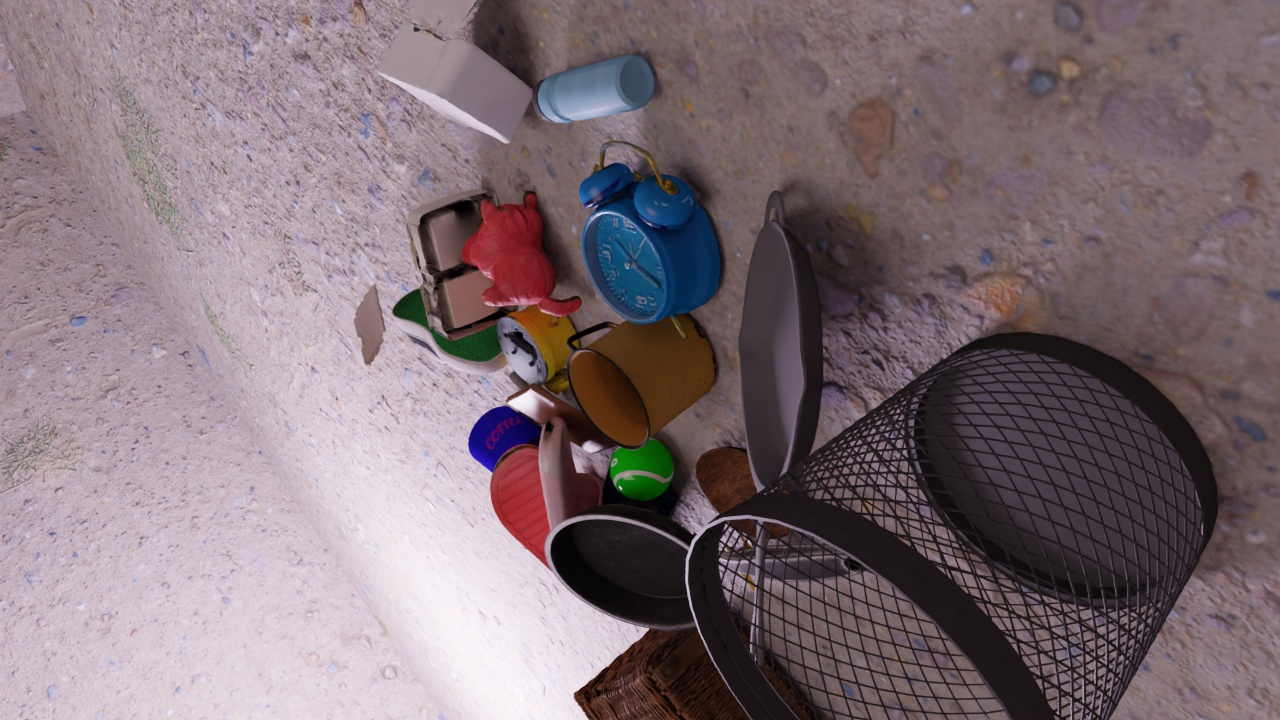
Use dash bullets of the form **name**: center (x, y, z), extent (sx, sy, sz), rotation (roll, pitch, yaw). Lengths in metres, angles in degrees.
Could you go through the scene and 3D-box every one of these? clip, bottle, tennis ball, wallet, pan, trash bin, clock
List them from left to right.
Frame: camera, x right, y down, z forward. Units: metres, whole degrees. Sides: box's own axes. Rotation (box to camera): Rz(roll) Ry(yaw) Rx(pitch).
- **clock**: center (-0.109, -0.010, 0.983), extent (0.083, 0.057, 0.119), rotation (33, 142, 33)
- **wallet**: center (-0.083, 0.065, 1.011), extent (0.121, 0.013, 0.088), rotation (33, 154, -17)
- **bottle**: center (-0.043, -0.211, 0.724), extent (0.130, 0.040, 0.040), rotation (9, 125, 51)
- **tennis ball**: center (0.001, 0.109, 0.931), extent (0.065, 0.065, 0.065), rotation (35, 143, 32)
- **clock**: center (0.003, -0.102, 0.741), extent (0.117, 0.060, 0.162), rotation (22, 134, 43)
- **pan**: center (0.059, 0.192, 0.877), extent (0.358, 0.055, 0.187), rotation (-18, 123, 35)
- **clip**: center (0.105, 0.200, 0.918), extent (0.054, 0.045, 0.049), rotation (57, -169, -2)
- **pan**: center (0.097, 0.061, 0.653), extent (0.216, 0.024, 0.354), rotation (-118, 29, -81)
- **trash bin**: center (0.183, 0.118, 0.528), extent (0.218, 0.226, 0.218), rotation (35, 143, 32)

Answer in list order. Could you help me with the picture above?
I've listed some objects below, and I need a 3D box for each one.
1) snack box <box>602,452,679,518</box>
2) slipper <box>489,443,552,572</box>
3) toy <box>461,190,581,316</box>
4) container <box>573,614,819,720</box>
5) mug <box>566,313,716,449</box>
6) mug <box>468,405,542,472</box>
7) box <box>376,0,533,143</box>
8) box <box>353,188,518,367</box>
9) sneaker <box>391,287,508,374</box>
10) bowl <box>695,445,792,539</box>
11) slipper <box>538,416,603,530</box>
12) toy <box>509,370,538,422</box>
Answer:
- **snack box**: center (-0.007, 0.163, 1.031), extent (0.082, 0.027, 0.151), rotation (46, 146, 21)
- **slipper**: center (-0.104, 0.192, 1.120), extent (0.249, 0.103, 0.059), rotation (60, -179, -31)
- **toy**: center (-0.111, -0.097, 0.891), extent (0.133, 0.087, 0.094), rotation (45, 136, 16)
- **container**: center (0.081, 0.400, 1.005), extent (0.250, 0.161, 0.184), rotation (49, 143, 13)
- **mug**: center (-0.005, 0.004, 0.815), extent (0.124, 0.093, 0.101), rotation (39, 145, 25)
- **mug**: center (-0.155, 0.122, 1.151), extent (0.083, 0.079, 0.111), rotation (30, 146, 37)
- **box**: center (-0.148, -0.281, 0.791), extent (0.109, 0.136, 0.121), rotation (28, -179, 38)
- **box**: center (-0.230, -0.090, 0.952), extent (0.070, 0.186, 0.144), rotation (22, 128, 45)
- **sneaker**: center (-0.214, -0.022, 1.107), extent (0.235, 0.084, 0.079), rotation (24, 151, 47)
- **bowl**: center (0.101, 0.114, 0.832), extent (0.102, 0.026, 0.114), rotation (54, 147, -5)
- **slipper**: center (-0.069, 0.158, 1.013), extent (0.056, 0.106, 0.222), rotation (-8, 120, 8)
- **toy**: center (-0.119, 0.060, 1.088), extent (0.111, 0.030, 0.049), rotation (54, 178, 9)
